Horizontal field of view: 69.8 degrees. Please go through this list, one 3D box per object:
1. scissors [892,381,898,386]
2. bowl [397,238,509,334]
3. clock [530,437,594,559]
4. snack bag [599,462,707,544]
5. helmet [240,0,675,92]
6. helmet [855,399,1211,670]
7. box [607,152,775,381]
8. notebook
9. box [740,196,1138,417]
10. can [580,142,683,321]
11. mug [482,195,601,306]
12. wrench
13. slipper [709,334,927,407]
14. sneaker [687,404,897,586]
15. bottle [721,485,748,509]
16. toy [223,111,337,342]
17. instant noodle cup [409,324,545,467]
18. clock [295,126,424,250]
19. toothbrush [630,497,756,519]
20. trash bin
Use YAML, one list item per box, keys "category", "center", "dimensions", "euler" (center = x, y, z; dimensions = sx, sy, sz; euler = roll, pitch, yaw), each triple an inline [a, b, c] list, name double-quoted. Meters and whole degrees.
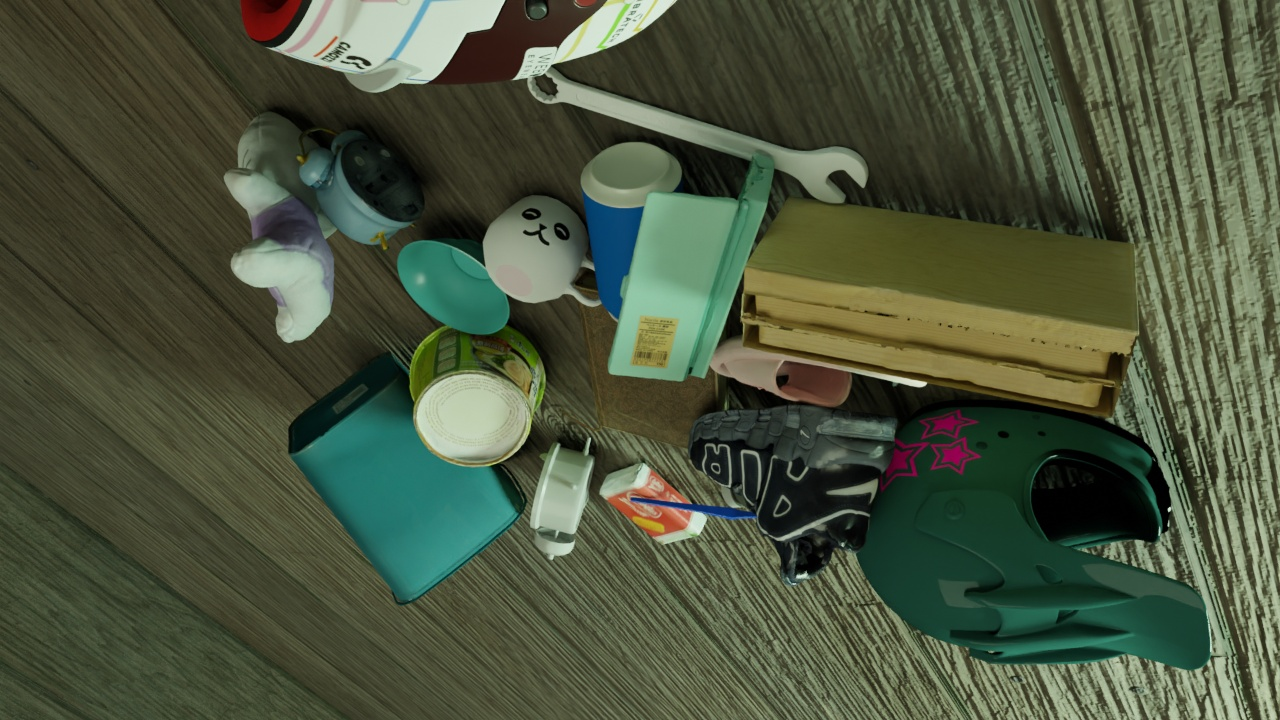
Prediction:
- category: "scissors"
  center: [0.238, -0.010, 0.774]
  dimensions: [0.127, 0.014, 0.128]
  euler: [19, 144, 10]
- category: "bowl"
  center: [-0.174, -0.085, 0.907]
  dimensions: [0.121, 0.046, 0.121]
  euler: [17, 142, 13]
- category: "clock"
  center: [-0.097, 0.169, 1.108]
  dimensions: [0.061, 0.119, 0.160]
  euler: [15, 132, 2]
- category: "snack bag"
  center: [0.014, 0.174, 1.109]
  dimensions: [0.116, 0.036, 0.077]
  euler: [42, 140, -20]
- category: "helmet"
  center: [-0.059, -0.270, 0.464]
  dimensions: [0.235, 0.230, 0.316]
  euler: [3, 147, -29]
- category: "helmet"
  center: [0.313, 0.153, 0.766]
  dimensions: [0.275, 0.199, 0.176]
  euler: [4, 138, 27]
- category: "box"
  center: [0.037, -0.069, 0.718]
  dimensions: [0.112, 0.078, 0.188]
  euler: [0, 137, -12]
- category: "notebook"
  center: [-0.004, 0.005, 0.920]
  dimensions: [0.190, 0.034, 0.216]
  euler: [13, 140, 18]
- category: "box"
  center: [0.208, -0.039, 0.654]
  dimensions: [0.249, 0.127, 0.092]
  euler: [11, 130, 19]
- category: "can"
  center: [-0.002, -0.101, 0.756]
  dimensions: [0.079, 0.078, 0.146]
  euler: [13, 141, 17]
- category: "mug"
  center: [-0.081, -0.087, 0.821]
  dimensions: [0.124, 0.076, 0.090]
  euler: [31, 143, -3]
- category: "wrench"
  center: [0.039, -0.176, 0.700]
  dimensions: [0.273, 0.009, 0.047]
  euler: [20, 143, 9]
- category: "slipper"
  center: [0.139, 0.008, 0.762]
  dimensions: [0.106, 0.055, 0.222]
  euler: [10, 175, -32]
- category: "sneaker"
  center: [0.125, 0.122, 0.817]
  dimensions: [0.097, 0.150, 0.253]
  euler: [11, 169, -26]
- category: "bottle"
  center: [0.141, 0.130, 0.960]
  dimensions: [0.109, 0.060, 0.060]
  euler: [-11, 129, 39]
- category: "toy"
  center: [-0.322, -0.131, 0.841]
  dimensions: [0.085, 0.209, 0.138]
  euler: [-15, 143, -1]
- category: "instant noodle cup"
  center: [-0.173, 0.038, 0.964]
  dimensions: [0.146, 0.097, 0.146]
  euler: [-3, 119, -5]
- category: "clock"
  center: [-0.254, -0.161, 0.826]
  dimensions: [0.052, 0.088, 0.124]
  euler: [-32, 107, 30]
- category: "toothbrush"
  center: [0.081, 0.173, 1.058]
  dimensions: [0.187, 0.016, 0.011]
  euler: [6, 147, 7]
- category: "trash bin"
  center: [-0.285, 0.128, 1.092]
  dimensions: [0.218, 0.196, 0.199]
  euler: [56, 170, -22]
